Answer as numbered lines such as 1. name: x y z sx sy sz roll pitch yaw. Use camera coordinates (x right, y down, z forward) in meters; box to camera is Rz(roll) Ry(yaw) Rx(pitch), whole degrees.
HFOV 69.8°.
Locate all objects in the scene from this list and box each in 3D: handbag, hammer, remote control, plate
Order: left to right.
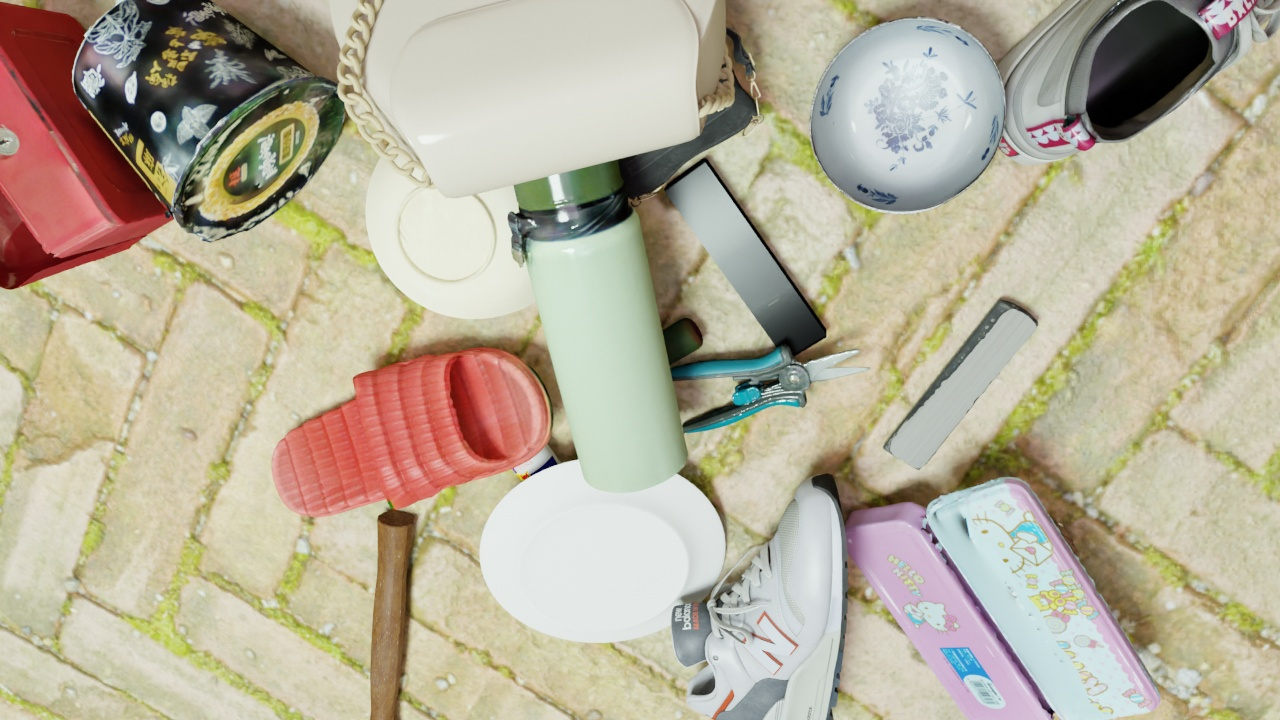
1. hammer: -0.219 0.276 0.792 0.115 0.033 0.323 11 111 5
2. handbag: -0.060 -0.203 0.499 0.211 0.103 0.208 -13 69 3
3. plate: -0.028 0.155 0.702 0.188 0.016 0.189 -2 121 -3
4. handbag: 0.017 -0.155 0.585 0.129 0.054 0.079 -33 101 16
5. remote control: 0.073 -0.068 0.632 0.034 0.013 0.150 -32 103 21
6. remote control: 0.224 0.019 0.645 0.033 0.013 0.137 31 113 -3

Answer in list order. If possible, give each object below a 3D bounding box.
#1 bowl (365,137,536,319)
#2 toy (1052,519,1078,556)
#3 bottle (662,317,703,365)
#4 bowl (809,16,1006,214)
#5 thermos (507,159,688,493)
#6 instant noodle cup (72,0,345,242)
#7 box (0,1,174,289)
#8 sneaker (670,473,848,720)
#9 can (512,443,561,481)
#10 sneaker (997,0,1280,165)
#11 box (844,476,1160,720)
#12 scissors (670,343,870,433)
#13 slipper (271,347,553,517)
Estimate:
1. bowl: -0.120 -0.092 0.617 0.151 0.075 0.151 3 111 6
2. toy: 0.299 0.157 0.670 0.054 0.042 0.102 -45 113 -19
3. bottle: -0.004 0.004 0.663 0.106 0.025 0.025 -30 104 17
4. bowl: 0.165 -0.151 0.566 0.114 0.045 0.114 7 111 19
5. thermos: -0.030 -0.029 0.589 0.082 0.082 0.232 -8 116 10
6. instant noodle cup: -0.280 -0.162 0.589 0.112 0.137 0.137 42 110 2
7. box: -0.389 -0.146 0.605 0.110 0.133 0.157 -27 105 17
8. sneaker: 0.085 0.194 0.689 0.124 0.088 0.240 0 114 4
9. can: -0.077 0.083 0.698 0.032 0.032 0.095 -31 103 17
10. sneaker: 0.311 -0.204 0.489 0.263 0.128 0.097 -41 101 17
11. box: 0.255 0.181 0.661 0.151 0.034 0.214 -26 106 40
12. scissors: 0.081 0.019 0.654 0.123 0.019 0.148 32 121 -2
13. slipper: -0.182 0.057 0.672 0.249 0.059 0.103 -18 84 20
